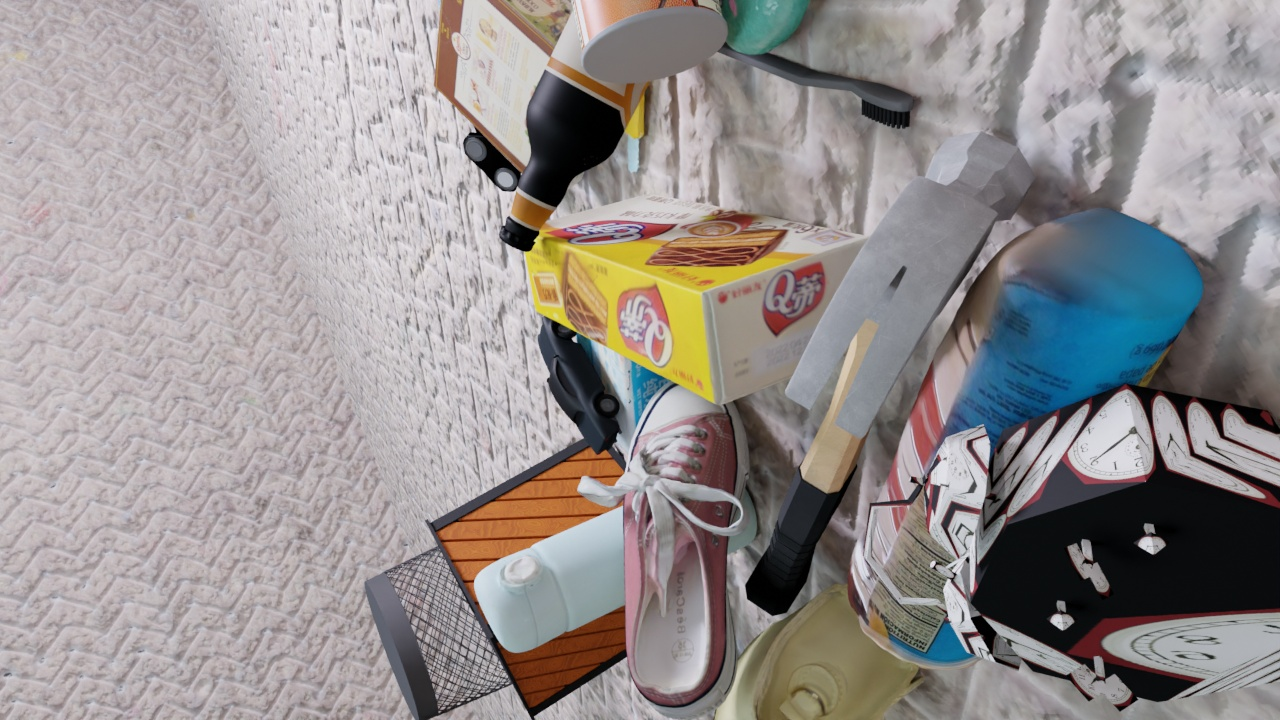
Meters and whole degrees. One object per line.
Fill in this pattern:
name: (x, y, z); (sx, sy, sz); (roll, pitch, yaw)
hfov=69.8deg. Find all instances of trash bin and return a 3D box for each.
trash bin: (-0.214, 0.328, 1.189); (0.218, 0.227, 0.218); (46, 146, 43)
trash bin: (-0.066, 0.186, 0.813); (0.139, 0.171, 0.140); (46, 157, 43)

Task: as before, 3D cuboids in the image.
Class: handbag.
handbag: (0.102, 0.211, 0.583); (0.081, 0.111, 0.119); (46, 151, 12)

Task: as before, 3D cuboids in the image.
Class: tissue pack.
tissue pack: (-0.004, 0.004, 0.708); (0.093, 0.061, 0.145); (42, 146, 47)

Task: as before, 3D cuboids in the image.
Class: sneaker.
sneaker: (0.019, 0.095, 0.578); (0.088, 0.118, 0.240); (59, -155, -43)

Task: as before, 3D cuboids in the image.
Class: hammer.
hammer: (0.098, 0.046, 0.463); (0.039, 0.130, 0.329); (31, 146, 18)

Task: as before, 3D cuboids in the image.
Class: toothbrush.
toothbrush: (0.079, -0.150, 0.476); (0.167, 0.012, 0.013); (43, 152, 46)

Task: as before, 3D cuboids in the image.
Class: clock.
clock: (0.156, 0.074, 0.324); (0.155, 0.064, 0.115); (-7, 126, 24)

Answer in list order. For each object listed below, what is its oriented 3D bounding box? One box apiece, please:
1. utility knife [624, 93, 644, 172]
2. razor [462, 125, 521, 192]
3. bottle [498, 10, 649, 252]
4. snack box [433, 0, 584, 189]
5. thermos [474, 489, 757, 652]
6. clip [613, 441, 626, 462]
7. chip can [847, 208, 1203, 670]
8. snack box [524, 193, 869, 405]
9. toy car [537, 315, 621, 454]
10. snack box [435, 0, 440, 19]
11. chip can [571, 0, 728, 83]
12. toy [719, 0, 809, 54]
utility knife: (-0.007, -0.202, 0.611); (0.030, 0.017, 0.179); (55, 152, 41)
razor: (-0.132, -0.219, 0.823); (0.057, 0.060, 0.156); (114, 152, -42)
bottle: (-0.037, -0.150, 0.555); (0.059, 0.059, 0.182); (44, 111, 45)
snack box: (-0.091, -0.219, 0.694); (0.147, 0.041, 0.143); (45, 151, 9)
thermos: (-0.017, 0.141, 0.660); (0.065, 0.206, 0.078); (52, 150, 35)
clip: (-0.027, 0.053, 0.819); (0.101, 0.050, 0.058); (58, 166, 23)
chip can: (0.151, 0.044, 0.399); (0.080, 0.079, 0.230); (50, 148, 37)
snack box: (0.022, -0.048, 0.554); (0.230, 0.109, 0.062); (27, 132, 57)
toy car: (-0.050, 0.017, 0.694); (0.112, 0.034, 0.046); (60, 156, 18)
snack box: (-0.137, -0.306, 0.784); (0.151, 0.034, 0.087); (30, 135, 56)
chip can: (-0.014, -0.260, 0.470); (0.075, 0.075, 0.215); (156, 103, -66)
toy: (0.058, -0.199, 0.464); (0.105, 0.033, 0.085); (164, 97, -67)
